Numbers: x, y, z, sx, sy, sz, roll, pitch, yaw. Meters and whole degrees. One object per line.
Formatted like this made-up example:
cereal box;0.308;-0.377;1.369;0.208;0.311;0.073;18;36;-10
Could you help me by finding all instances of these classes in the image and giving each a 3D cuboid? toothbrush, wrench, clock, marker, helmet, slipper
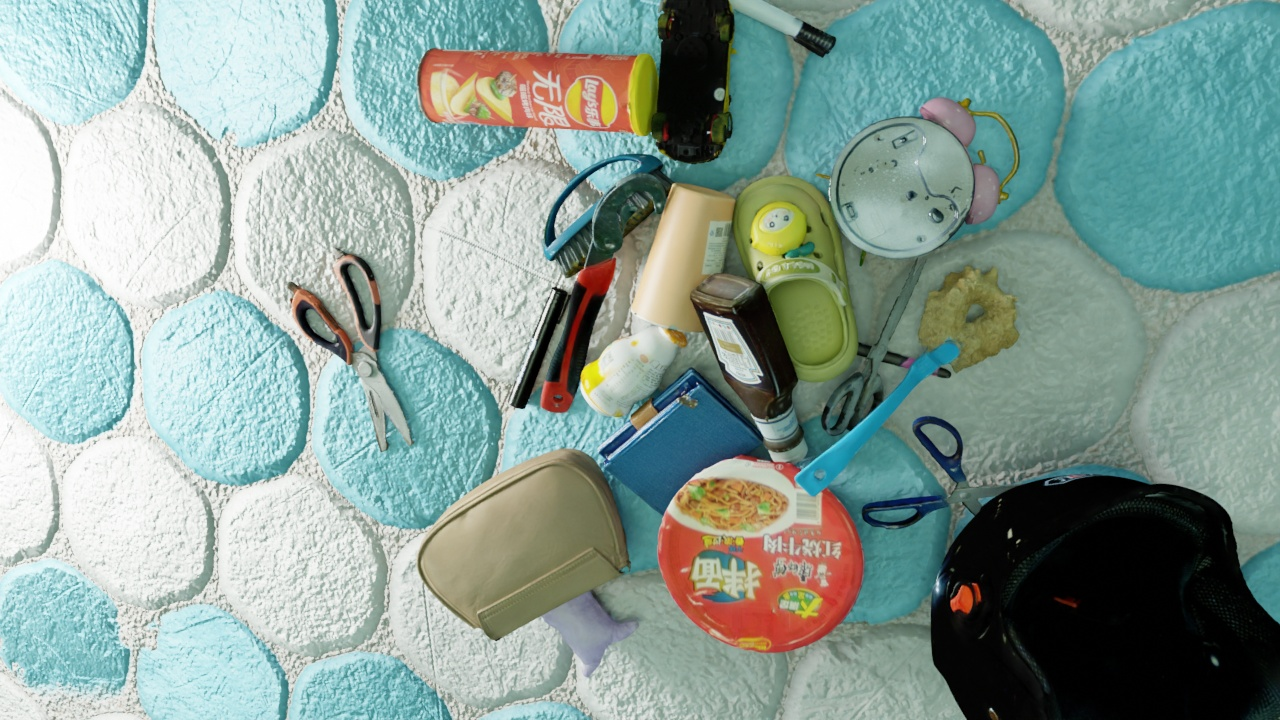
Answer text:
toothbrush;0.192;-0.013;0.845;0.189;0.017;0.014;17;99;10
wrench;-0.046;-0.055;0.866;0.056;0.016;0.274;15;123;-16
clock;0.239;-0.155;0.779;0.159;0.059;0.117;-24;93;20
marker;-0.103;-0.011;0.927;0.022;0.020;0.132;17;107;-19
helmet;0.351;0.205;0.734;0.233;0.230;0.275;-5;106;-14
marker;0.110;-0.302;0.804;0.131;0.018;0.022;28;75;7
slipper;0.140;-0.073;0.806;0.092;0.081;0.190;-17;90;9

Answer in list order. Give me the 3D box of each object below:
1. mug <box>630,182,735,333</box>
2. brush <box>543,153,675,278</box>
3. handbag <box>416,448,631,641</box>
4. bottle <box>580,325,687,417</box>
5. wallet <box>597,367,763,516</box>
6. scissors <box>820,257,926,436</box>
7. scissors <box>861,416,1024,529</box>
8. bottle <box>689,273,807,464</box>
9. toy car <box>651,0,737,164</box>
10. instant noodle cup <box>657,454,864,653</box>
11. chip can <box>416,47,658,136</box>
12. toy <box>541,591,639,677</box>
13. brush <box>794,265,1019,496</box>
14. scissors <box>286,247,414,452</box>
mug;0.043;-0.094;0.833;0.078;0.078;0.123;18;109;11
brush;-0.038;-0.143;0.860;0.144;0.055;0.073;-39;90;20
handbag;-0.114;0.182;0.927;0.205;0.099;0.148;-29;94;9
bottle;-0.005;0.005;0.879;0.109;0.063;0.063;-41;89;20
wallet;0.037;0.082;0.890;0.106;0.040;0.133;42;110;-17
scissors;0.205;-0.008;0.808;0.136;0.014;0.175;-28;132;-18
scissors;0.281;0.114;0.823;0.173;0.012;0.162;-11;120;19
bottle;0.106;0.014;0.822;0.080;0.044;0.195;23;145;51
toy car;0.050;-0.254;0.819;0.071;0.041;0.156;5;105;14
instant noodle cup;0.117;0.178;0.881;0.194;0.065;0.194;4;104;15
chip can;-0.095;-0.249;0.845;0.217;0.073;0.073;8;103;14
toy;-0.064;0.268;0.965;0.084;0.039;0.108;-44;82;8
brush;0.232;0.022;0.803;0.083;0.046;0.255;43;94;-4
scissors;-0.307;-0.009;0.987;0.215;0.015;0.196;27;107;8
